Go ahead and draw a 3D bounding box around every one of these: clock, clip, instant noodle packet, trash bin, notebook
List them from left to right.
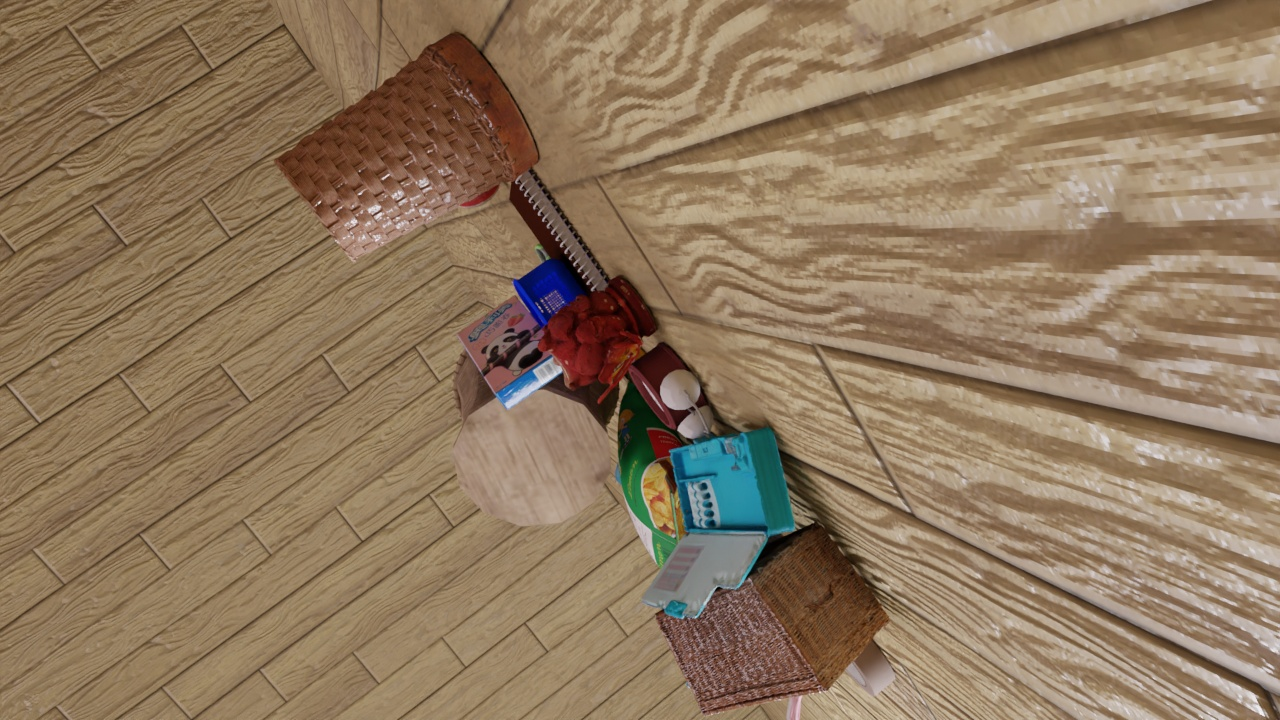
[{"bbox_3d":[-0.226,-0.198,0.894,0.151,0.210,0.151,51,171,12],"label":"trash bin"},{"bbox_3d":[-0.082,-0.117,1.048,0.209,0.022,0.172,55,172,-5],"label":"notebook"},{"bbox_3d":[0.021,0.154,1.179,0.252,0.090,0.196,-110,9,-53],"label":"instant noodle packet"},{"bbox_3d":[0.032,0.032,0.945,0.124,0.044,0.087,46,167,46],"label":"clock"},{"bbox_3d":[0.103,0.121,0.972,0.113,0.028,0.127,51,170,4],"label":"clip"}]

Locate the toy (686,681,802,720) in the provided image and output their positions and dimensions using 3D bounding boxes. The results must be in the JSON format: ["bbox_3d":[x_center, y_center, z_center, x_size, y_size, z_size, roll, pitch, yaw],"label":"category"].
[{"bbox_3d":[0.125,0.351,1.087,0.205,0.106,0.131,32,-166,-23],"label":"toy"}]

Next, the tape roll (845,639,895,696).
[{"bbox_3d":[0.236,0.321,1.009,0.093,0.030,0.094,52,170,12],"label":"tape roll"}]

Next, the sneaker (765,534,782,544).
[{"bbox_3d":[0.149,0.269,1.075,0.120,0.095,0.235,53,168,-11],"label":"sneaker"}]

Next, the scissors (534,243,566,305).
[{"bbox_3d":[-0.114,-0.109,1.262,0.072,0.033,0.176,48,166,14],"label":"scissors"}]

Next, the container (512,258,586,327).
[{"bbox_3d":[-0.096,-0.066,1.055,0.096,0.058,0.114,54,174,2],"label":"container"}]

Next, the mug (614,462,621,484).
[{"bbox_3d":[0.033,0.188,1.422,0.112,0.084,0.104,21,-166,-50],"label":"mug"}]

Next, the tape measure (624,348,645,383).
[{"bbox_3d":[-0.006,0.006,1.087,0.068,0.030,0.059,48,167,36],"label":"tape measure"}]

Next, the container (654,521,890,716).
[{"bbox_3d":[0.117,0.248,0.874,0.112,0.113,0.199,57,140,7],"label":"container"}]

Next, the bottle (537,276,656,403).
[{"bbox_3d":[-0.043,-0.022,0.921,0.099,0.111,0.099,53,171,12],"label":"bottle"}]

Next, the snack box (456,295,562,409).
[{"bbox_3d":[-0.151,-0.013,1.068,0.154,0.088,0.033,47,169,51],"label":"snack box"}]

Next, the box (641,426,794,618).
[{"bbox_3d":[0.072,0.158,0.871,0.074,0.180,0.227,13,167,-13],"label":"box"}]

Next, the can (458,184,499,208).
[{"bbox_3d":[-0.232,-0.264,1.116,0.067,0.067,0.170,46,167,40],"label":"can"}]

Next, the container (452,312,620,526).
[{"bbox_3d":[-0.134,0.078,1.173,0.227,0.227,0.196,58,-171,-23],"label":"container"}]
